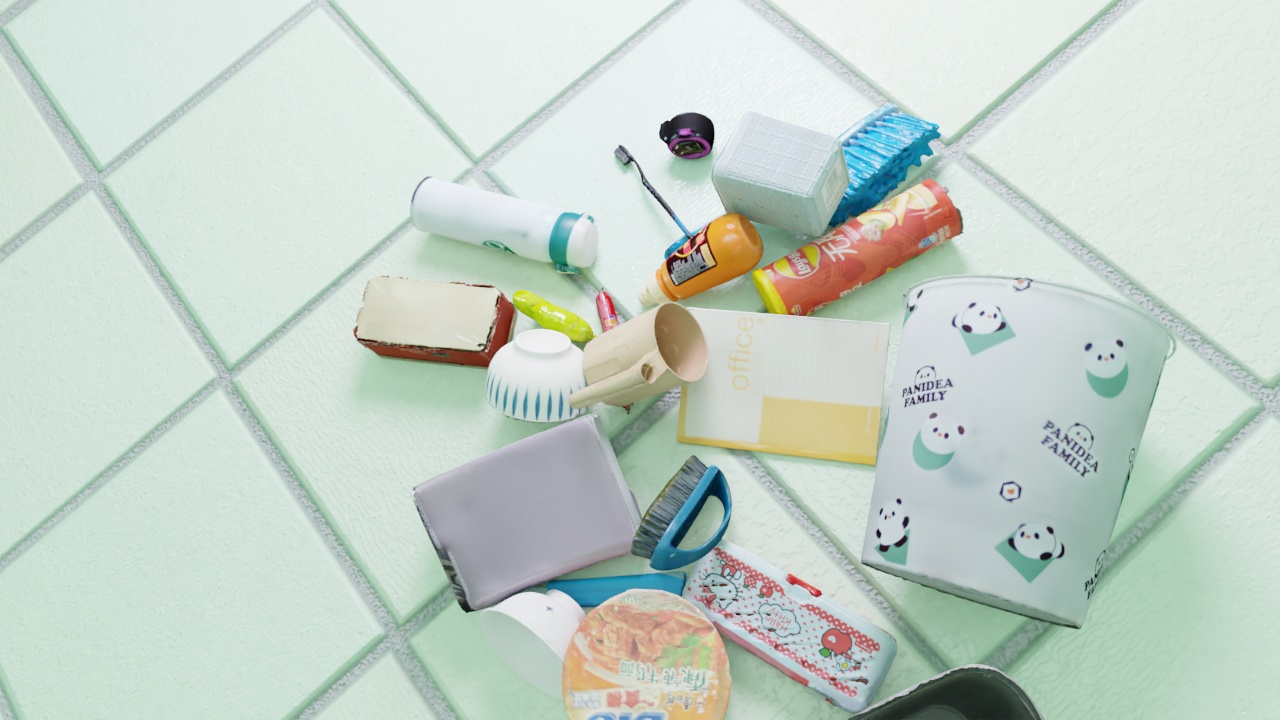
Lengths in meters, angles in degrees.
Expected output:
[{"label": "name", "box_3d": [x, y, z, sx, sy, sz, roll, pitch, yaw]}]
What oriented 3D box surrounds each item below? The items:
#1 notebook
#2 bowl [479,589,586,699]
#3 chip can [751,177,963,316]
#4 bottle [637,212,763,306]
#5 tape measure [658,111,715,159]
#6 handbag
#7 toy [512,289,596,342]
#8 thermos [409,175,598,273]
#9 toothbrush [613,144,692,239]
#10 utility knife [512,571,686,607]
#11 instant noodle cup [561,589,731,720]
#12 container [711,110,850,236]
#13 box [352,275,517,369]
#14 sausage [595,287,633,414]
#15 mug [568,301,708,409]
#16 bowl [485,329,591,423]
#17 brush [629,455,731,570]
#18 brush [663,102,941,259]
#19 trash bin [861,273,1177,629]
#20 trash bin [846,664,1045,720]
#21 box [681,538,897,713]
[{"label": "notebook", "box_3d": [0.143, 0.024, 0.939, 0.206, 0.010, 0.146, 6, 96, 14]}, {"label": "bowl", "box_3d": [-0.091, 0.263, 0.890, 0.118, 0.118, 0.064, 28, 50, 20]}, {"label": "chip can", "box_3d": [0.227, -0.112, 0.969, 0.216, 0.073, 0.073, -28, 67, 0]}, {"label": "bottle", "box_3d": [0.059, -0.100, 0.995, 0.150, 0.066, 0.066, -30, 64, 27]}, {"label": "tape measure", "box_3d": [0.057, -0.259, 1.068, 0.058, 0.057, 0.039, -8, 68, 34]}, {"label": "handbag", "box_3d": [-0.108, 0.153, 0.928, 0.197, 0.098, 0.145, -22, 83, 3]}, {"label": "toy", "box_3d": [-0.096, -0.047, 1.013, 0.100, 0.096, 0.031, 30, 94, 50]}, {"label": "thermos", "box_3d": [-0.157, -0.157, 1.073, 0.224, 0.073, 0.073, 16, 74, 17]}, {"label": "toothbrush", "box_3d": [0.015, -0.193, 1.060, 0.016, 0.014, 0.189, -33, 57, 0]}, {"label": "utility knife", "box_3d": [-0.045, 0.234, 0.927, 0.186, 0.018, 0.034, -5, 76, 12]}, {"label": "instant noodle cup", "box_3d": [0.014, 0.292, 0.841, 0.151, 0.111, 0.151, -4, 69, 11]}, {"label": "container", "box_3d": [0.150, -0.191, 0.955, 0.111, 0.090, 0.090, 23, 76, 28]}, {"label": "box", "box_3d": [-0.235, -0.048, 1.042, 0.168, 0.077, 0.091, 6, 72, 14]}, {"label": "sausage", "box_3d": [-0.027, -0.013, 1.015, 0.020, 0.020, 0.155, -16, 68, 6]}, {"label": "mug", "box_3d": [-0.005, 0.005, 0.922, 0.104, 0.124, 0.084, -22, 103, 38]}, {"label": "bowl", "box_3d": [-0.104, 0.009, 0.965, 0.116, 0.066, 0.116, 5, 27, -3]}, {"label": "brush", "box_3d": [0.048, 0.152, 0.889, 0.073, 0.055, 0.143, 27, 38, 13]}, {"label": "brush", "box_3d": [0.177, -0.181, 1.019, 0.314, 0.060, 0.109, -39, 61, -1]}, {"label": "trash bin", "box_3d": [0.314, 0.083, 0.802, 0.230, 0.229, 0.251, 15, 78, 17]}, {"label": "trash bin", "box_3d": [0.230, 0.364, 0.710, 0.199, 0.220, 0.198, -27, 66, 1]}, {"label": "box", "box_3d": [0.136, 0.248, 0.867, 0.201, 0.047, 0.086, 27, 78, 19]}]
